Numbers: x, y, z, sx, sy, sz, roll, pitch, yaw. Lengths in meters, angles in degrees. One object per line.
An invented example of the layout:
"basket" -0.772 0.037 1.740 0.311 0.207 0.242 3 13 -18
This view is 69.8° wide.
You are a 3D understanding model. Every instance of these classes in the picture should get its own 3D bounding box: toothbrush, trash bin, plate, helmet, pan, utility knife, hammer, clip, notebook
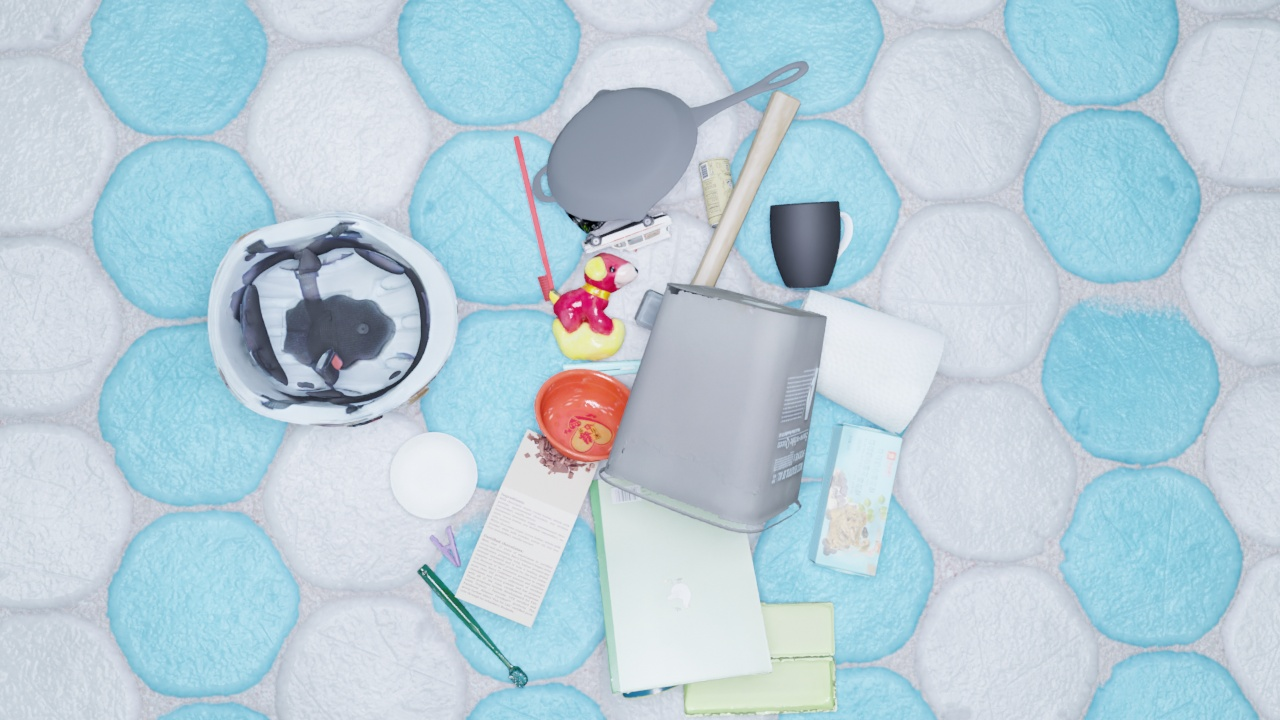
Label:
"toothbrush" -0.136 -0.176 1.141 0.018 0.012 0.212 -13 87 -3
"trash bin" 0.254 -0.005 1.088 0.161 0.133 0.133 24 86 5
"plate" -0.248 0.138 1.110 0.104 0.026 0.104 0 87 -2
"helmet" -0.340 -0.042 1.052 0.264 0.164 0.236 -9 90 -9
"pan" 0.028 -0.277 1.082 0.355 0.024 0.216 -22 59 11
"utility knife" -0.007 0.007 1.133 0.177 0.015 0.022 -5 115 -4
"hammer" 0.107 -0.163 1.095 0.117 0.051 0.323 23 98 -7
"clip" -0.237 0.226 1.112 0.046 0.014 0.050 -1 84 -2
"trash bin" 0.092 0.040 1.001 0.198 0.197 0.220 17 100 26
"toothbrush" -0.202 0.320 1.104 0.016 0.017 0.190 -42 89 -4
"notebook" 0.042 0.246 1.068 0.182 0.010 0.252 -7 62 -4

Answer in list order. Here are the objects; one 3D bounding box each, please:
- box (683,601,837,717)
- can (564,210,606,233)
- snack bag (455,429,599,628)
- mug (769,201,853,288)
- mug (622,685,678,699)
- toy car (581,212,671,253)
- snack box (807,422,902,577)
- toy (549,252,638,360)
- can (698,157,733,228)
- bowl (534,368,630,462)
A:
"box" 0.143 0.359 1.108 0.187 0.024 0.137 -3 92 -2
"can" -0.031 -0.218 1.126 0.054 0.054 0.137 44 86 1
"snack bag" -0.130 0.195 1.088 0.094 0.070 0.206 22 86 0
"mug" 0.215 -0.143 1.123 0.118 0.085 0.100 -10 102 -32
"mug" 0.001 0.327 1.085 0.078 0.078 0.121 -15 82 -3
"toy car" -0.016 -0.151 1.132 0.113 0.039 0.039 -21 108 -2
"snack box" 0.259 0.167 1.111 0.075 0.053 0.174 13 87 -2
"toy" -0.061 -0.066 1.117 0.105 0.067 0.137 20 98 1
"can" 0.097 -0.207 1.137 0.038 0.038 0.079 -10 87 -3
"bowl" -0.066 0.073 1.093 0.130 0.045 0.130 10 49 -12
